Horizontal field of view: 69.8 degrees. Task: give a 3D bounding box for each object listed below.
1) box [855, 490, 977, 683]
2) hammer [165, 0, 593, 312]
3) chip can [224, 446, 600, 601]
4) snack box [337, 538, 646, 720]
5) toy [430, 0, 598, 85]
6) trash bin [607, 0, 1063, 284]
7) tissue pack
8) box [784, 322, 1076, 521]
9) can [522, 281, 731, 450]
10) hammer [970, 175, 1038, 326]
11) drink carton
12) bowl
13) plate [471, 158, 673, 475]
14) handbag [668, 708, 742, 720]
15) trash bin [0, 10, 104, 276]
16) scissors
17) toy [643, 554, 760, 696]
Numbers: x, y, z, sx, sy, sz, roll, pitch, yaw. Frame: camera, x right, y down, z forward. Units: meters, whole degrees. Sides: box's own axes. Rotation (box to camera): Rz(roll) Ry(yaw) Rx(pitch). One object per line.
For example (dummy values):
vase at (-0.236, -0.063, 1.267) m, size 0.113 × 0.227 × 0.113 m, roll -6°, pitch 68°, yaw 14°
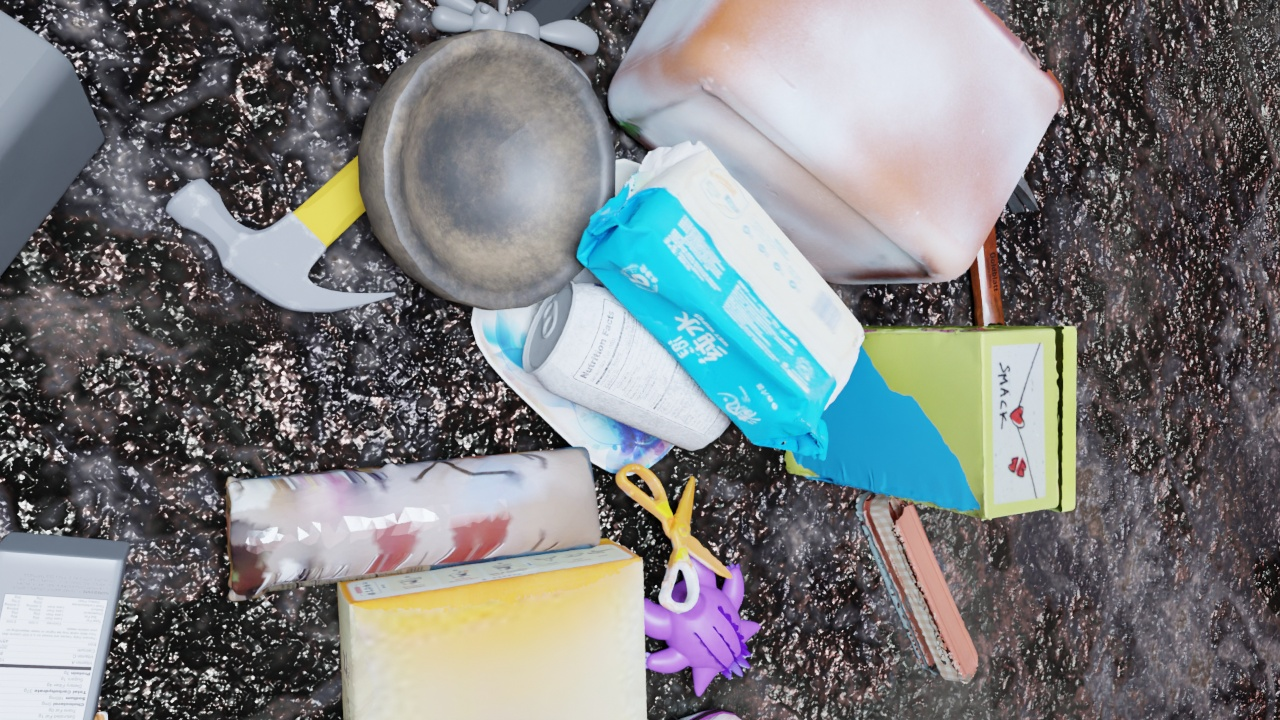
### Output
box at (0.239, 0.191, 0.776) m, size 0.060 × 0.057 × 0.187 m, roll -24°, pitch 103°, yaw 11°
hammer at (-0.135, -0.159, 0.599) m, size 0.323 × 0.029 × 0.127 m, roll -48°, pitch 110°, yaw -16°
chip can at (-0.138, 0.098, 0.581) m, size 0.229 × 0.080 × 0.080 m, roll -3°, pitch 94°, yaw -25°
snack box at (-0.092, 0.209, 0.605) m, size 0.195 × 0.081 × 0.145 m, roll -4°, pitch 95°, yaw -25°
toy at (-0.079, -0.211, 0.594) m, size 0.111 × 0.030 × 0.049 m, roll 14°, pitch 71°, yaw -21°
trash bin at (0.125, -0.176, 0.635) m, size 0.259 × 0.182 × 0.157 m, roll 34°, pitch 80°, yaw -23°
tissue pack at (0.061, -0.039, 0.589) m, size 0.209 × 0.066 × 0.116 m, roll 45°, pitch 47°, yaw -11°
box at (0.192, 0.034, 0.654) m, size 0.082 × 0.221 × 0.124 m, roll -3°, pitch 91°, yaw -23°
can at (-0.004, 0.004, 0.617) m, size 0.136 × 0.078 × 0.078 m, roll 25°, pitch 82°, yaw -24°
hammer at (0.309, -0.030, 0.809) m, size 0.111 × 0.028 × 0.301 m, roll -11°, pitch 97°, yaw -23°
drink carton at (-0.332, 0.164, 0.510) m, size 0.076 × 0.048 × 0.125 m, roll 11°, pitch 88°, yaw -25°
bowl at (-0.098, -0.114, 0.561) m, size 0.161 × 0.070 × 0.162 m, roll -11°, pitch 107°, yaw -39°
plate at (-0.013, -0.030, 0.665) m, size 0.187 × 0.016 × 0.186 m, roll 46°, pitch 74°, yaw -20°
handbag at (0.075, 0.331, 0.705) m, size 0.169 × 0.068 × 0.144 m, roll 1°, pitch 92°, yaw -31°
trash bin at (-0.357, -0.055, 0.412) m, size 0.097 × 0.192 × 0.219 m, roll 35°, pitch 76°, yaw -22°
scissors at (0.025, 0.124, 0.652) m, size 0.125 × 0.011 × 0.129 m, roll 42°, pitch 35°, yaw -23°
toy at (0.046, 0.196, 0.682) m, size 0.105 × 0.056 × 0.088 m, roll -42°, pitch 109°, yaw -21°
